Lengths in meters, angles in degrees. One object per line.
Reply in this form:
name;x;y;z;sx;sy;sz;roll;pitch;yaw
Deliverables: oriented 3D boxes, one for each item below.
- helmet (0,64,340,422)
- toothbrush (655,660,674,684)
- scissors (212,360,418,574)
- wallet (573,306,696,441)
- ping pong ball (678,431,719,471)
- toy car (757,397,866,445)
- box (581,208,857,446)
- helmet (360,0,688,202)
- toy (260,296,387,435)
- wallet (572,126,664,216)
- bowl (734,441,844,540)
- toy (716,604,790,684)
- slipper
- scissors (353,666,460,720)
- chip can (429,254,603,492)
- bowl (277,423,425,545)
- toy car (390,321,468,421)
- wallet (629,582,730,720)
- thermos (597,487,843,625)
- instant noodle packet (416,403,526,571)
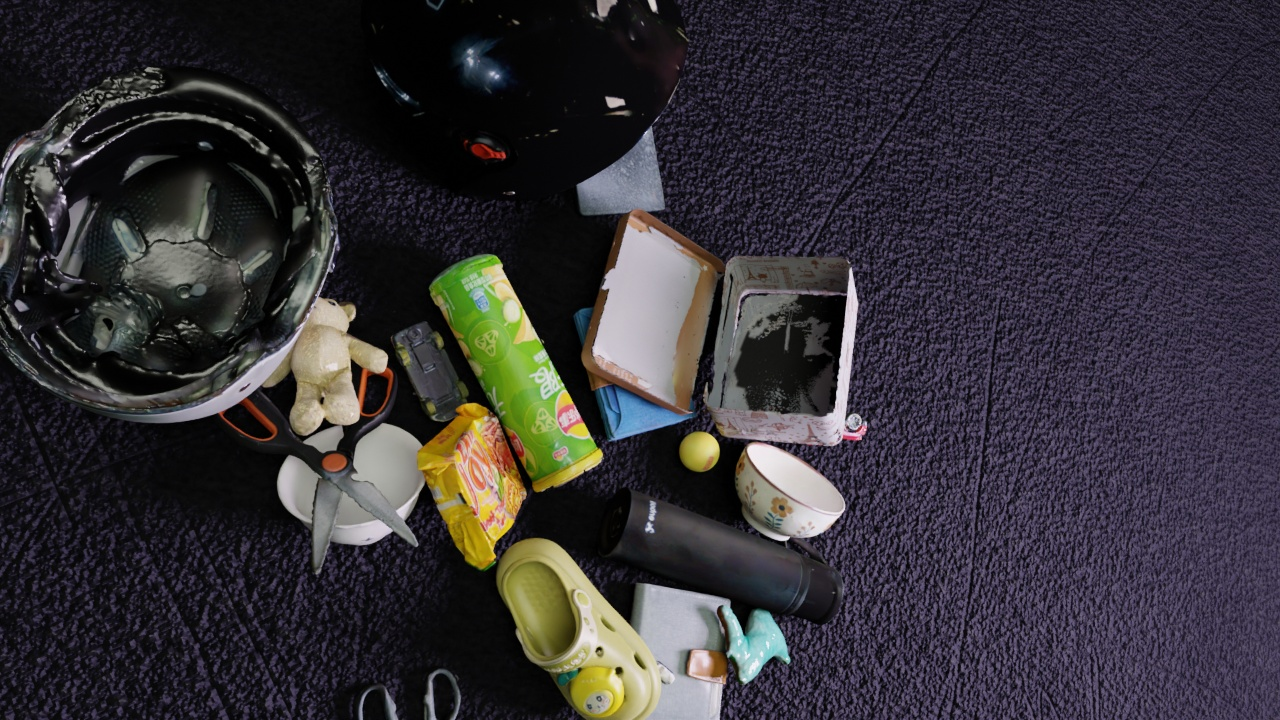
helmet;-0.359;-0.071;0.709;0.230;0.157;0.273;12;63;-18
toothbrush;-0.041;0.235;0.835;0.181;0.018;0.015;38;76;3
scissors;-0.256;0.074;0.739;0.225;0.022;0.220;14;41;4
wallet;-0.005;0.005;0.909;0.106;0.040;0.133;-12;83;-30
ping pong ball;0.058;0.091;0.913;0.040;0.040;0.040;5;76;-22
toy car;0.178;0.065;0.965;0.120;0.053;0.045;10;96;-14
box;0.084;-0.028;0.904;0.272;0.130;0.178;15;66;-4
helmet;-0.098;-0.280;0.824;0.274;0.231;0.233;13;70;-44
toy;-0.262;0.003;0.750;0.105;0.066;0.157;-15;41;-10
wallet;-0.030;-0.210;0.958;0.097;0.019;0.120;-7;82;-22
bowl;0.139;0.138;0.914;0.113;0.113;0.062;23;110;-17
toy;0.107;0.270;0.885;0.091;0.030;0.096;-28;92;-55
slipper;-0.065;0.245;0.793;0.092;0.081;0.190;-38;87;19
scissors;-0.189;0.343;0.769;0.166;0.014;0.162;37;69;-14
chip can;-0.115;0.010;0.840;0.072;0.073;0.221;-28;90;-26
bowl;-0.233;0.113;0.762;0.118;0.065;0.118;2;40;-2
toy car;-0.190;0.012;0.829;0.042;0.035;0.090;-28;96;-24
wallet;0.036;0.283;0.863;0.106;0.037;0.129;15;73;-19
thermos;0.080;0.186;0.896;0.242;0.069;0.089;22;38;-19
instant noodle packet;-0.139;0.102;0.777;0.044;0.128;0.111;-22;103;13
